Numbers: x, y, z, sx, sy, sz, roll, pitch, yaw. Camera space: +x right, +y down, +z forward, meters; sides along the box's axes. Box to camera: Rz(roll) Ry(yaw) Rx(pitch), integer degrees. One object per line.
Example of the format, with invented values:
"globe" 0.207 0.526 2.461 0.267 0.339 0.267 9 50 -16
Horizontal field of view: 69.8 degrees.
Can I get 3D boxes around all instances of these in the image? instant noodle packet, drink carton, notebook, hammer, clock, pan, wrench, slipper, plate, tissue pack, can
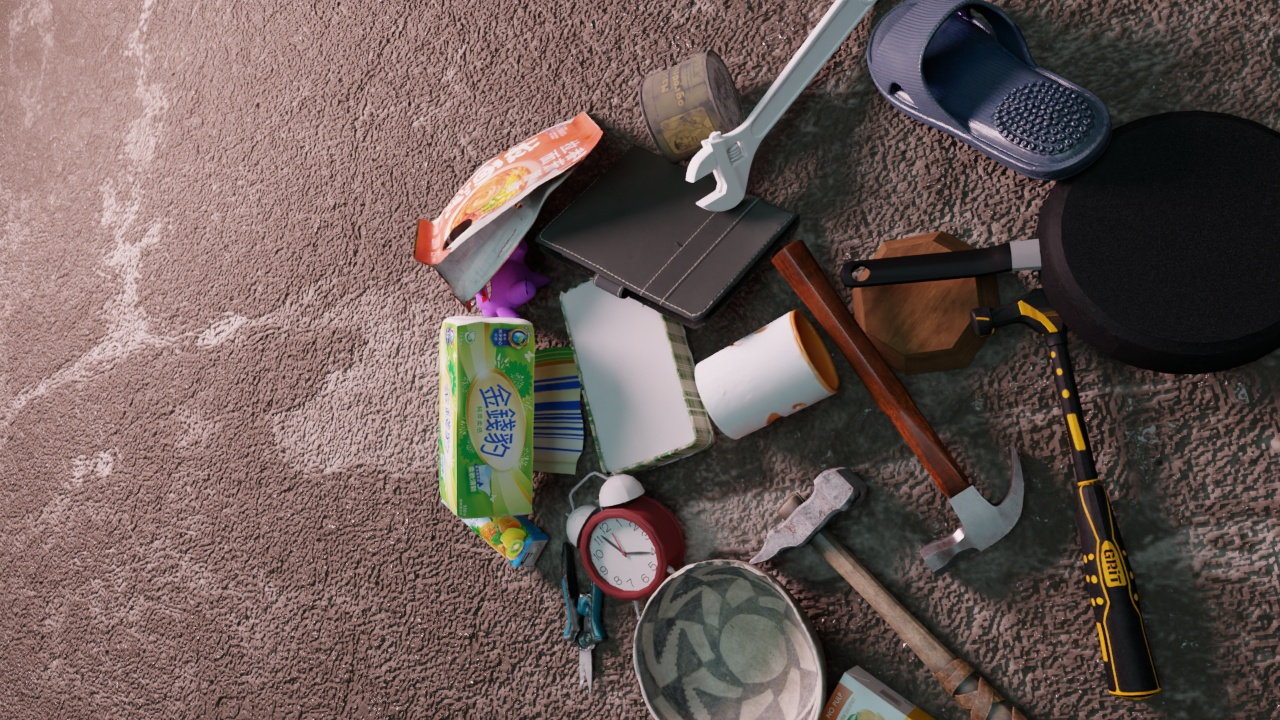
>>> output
"instant noodle packet" -0.127 -0.171 0.958 0.221 0.084 0.164 -40 24 8
"drink carton" -0.157 0.168 0.978 0.129 0.038 0.044 34 99 28
"drink carton" 0.207 0.312 0.760 0.122 0.040 0.058 31 97 28
"notebook" 0.021 -0.124 0.890 0.209 0.029 0.169 29 65 32
"hammer" 0.352 0.096 0.713 0.123 0.036 0.320 -10 79 11
"clock" -0.016 0.171 0.880 0.096 0.048 0.137 -44 80 26
"pan" 0.336 -0.087 0.712 0.356 0.044 0.204 -4 76 17
"wrench" 0.137 -0.254 0.858 0.273 0.066 0.018 -52 35 0
"slipper" 0.266 -0.241 0.752 0.101 0.082 0.263 -43 48 11
"plate" 0.245 -0.053 0.801 0.131 0.025 0.131 -4 81 28
"tissue pack" -0.126 0.052 0.929 0.120 0.141 0.198 -153 64 -66
"can" 0.051 -0.246 0.897 0.075 0.089 0.089 -16 75 25
"hammer" 0.209 0.024 0.777 0.111 0.028 0.300 -36 78 13
"hammer" 0.230 0.232 0.760 0.319 0.048 0.122 46 109 24

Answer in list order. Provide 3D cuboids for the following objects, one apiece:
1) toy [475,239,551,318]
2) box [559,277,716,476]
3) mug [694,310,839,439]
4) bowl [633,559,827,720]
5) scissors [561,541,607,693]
"toy" -0.145 -0.079 1.000 0.088 0.055 0.106 -27 61 26
"box" -0.005 0.005 0.916 0.118 0.050 0.205 -25 71 27
"mug" 0.114 0.014 0.830 0.105 0.082 0.082 -29 70 23
"bowl" 0.089 0.261 0.807 0.179 0.081 0.178 -2 87 33
"scissors" -0.054 0.251 0.923 0.126 0.019 0.144 40 104 26
